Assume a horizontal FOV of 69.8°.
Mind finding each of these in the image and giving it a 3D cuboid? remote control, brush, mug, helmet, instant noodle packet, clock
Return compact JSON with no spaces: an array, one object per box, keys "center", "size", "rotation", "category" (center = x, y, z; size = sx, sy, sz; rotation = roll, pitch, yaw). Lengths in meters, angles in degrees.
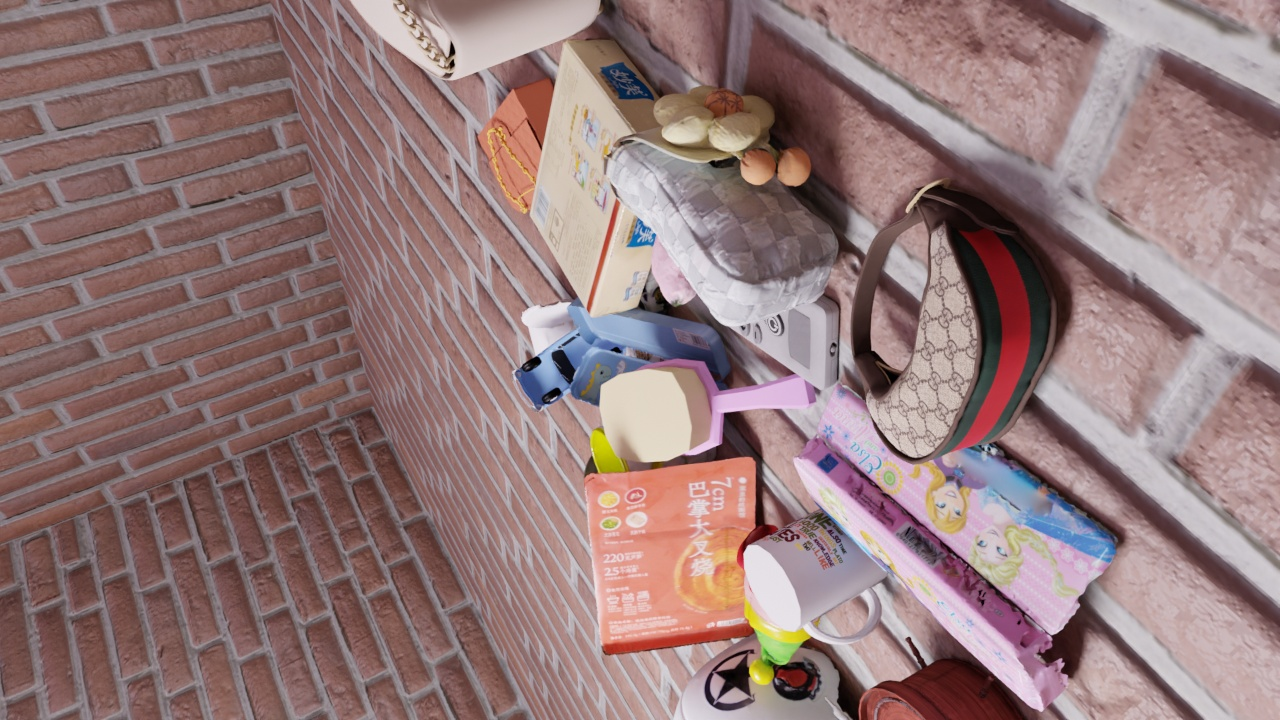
[{"center":[0.104,-0.039,0.742],"size":[0.151,0.019,0.074],"rotation":[40,145,48],"category":"remote control"},{"center":[0.051,0.040,0.807],"size":[0.229,0.043,0.089],"rotation":[-11,91,48],"category":"brush"},{"center":[0.013,0.090,0.950],"size":[0.082,0.106,0.083],"rotation":[49,151,40],"category":"mug"},{"center":[0.129,0.413,0.912],"size":[0.264,0.163,0.237],"rotation":[25,134,58],"category":"helmet"},{"center":[0.149,0.179,0.745],"size":[0.105,0.089,0.074],"rotation":[62,157,15],"category":"mug"},{"center":[0.031,0.186,0.906],"size":[0.083,0.164,0.221],"rotation":[-100,5,-51],"category":"instant noodle packet"},{"center":[0.234,0.298,0.686],"size":[0.121,0.072,0.158],"rotation":[5,114,65],"category":"clock"}]

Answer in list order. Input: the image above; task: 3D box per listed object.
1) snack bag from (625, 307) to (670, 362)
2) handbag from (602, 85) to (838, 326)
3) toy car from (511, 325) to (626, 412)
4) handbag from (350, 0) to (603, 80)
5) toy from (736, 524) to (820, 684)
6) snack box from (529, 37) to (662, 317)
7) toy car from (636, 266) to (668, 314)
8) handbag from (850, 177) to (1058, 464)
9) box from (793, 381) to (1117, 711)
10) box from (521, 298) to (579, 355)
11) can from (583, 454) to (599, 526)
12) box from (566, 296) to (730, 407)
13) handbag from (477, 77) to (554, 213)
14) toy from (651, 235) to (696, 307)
[{"center":[0.008,0.027,1.006],"size":[0.070,0.016,0.197],"rotation":[35,144,28],"category":"snack bag"},{"center":[0.066,-0.115,0.646],"size":[0.171,0.112,0.124],"rotation":[56,148,27],"category":"handbag"},{"center":[-0.073,-0.002,1.038],"size":[0.056,0.153,0.054],"rotation":[57,-166,4],"category":"toy car"},{"center":[-0.146,-0.355,0.771],"size":[0.208,0.210,0.104],"rotation":[57,156,7],"category":"handbag"},{"center":[0.122,0.228,0.857],"size":[0.131,0.097,0.124],"rotation":[64,174,-27],"category":"toy"},{"center":[-0.035,-0.166,0.851],"size":[0.153,0.055,0.208],"rotation":[58,147,31],"category":"snack box"},{"center":[0.001,-0.093,0.911],"size":[0.048,0.033,0.105],"rotation":[37,142,54],"category":"toy car"},{"center":[0.174,-0.024,0.552],"size":[0.167,0.063,0.138],"rotation":[95,154,-44],"category":"handbag"},{"center":[0.194,0.114,0.625],"size":[0.230,0.066,0.159],"rotation":[45,148,44],"category":"box"},{"center":[-0.093,-0.020,1.101],"size":[0.143,0.083,0.137],"rotation":[-90,-15,-77],"category":"box"},{"center":[0.002,0.150,1.003],"size":[0.127,0.127,0.073],"rotation":[52,155,34],"category":"can"},{"center":[0.004,0.003,0.918],"size":[0.210,0.049,0.120],"rotation":[16,112,46],"category":"box"},{"center":[-0.133,-0.236,1.053],"size":[0.109,0.060,0.172],"rotation":[66,158,-6],"category":"handbag"},{"center":[0.036,-0.095,0.799],"size":[0.102,0.050,0.093],"rotation":[-101,19,-82],"category":"toy"}]
